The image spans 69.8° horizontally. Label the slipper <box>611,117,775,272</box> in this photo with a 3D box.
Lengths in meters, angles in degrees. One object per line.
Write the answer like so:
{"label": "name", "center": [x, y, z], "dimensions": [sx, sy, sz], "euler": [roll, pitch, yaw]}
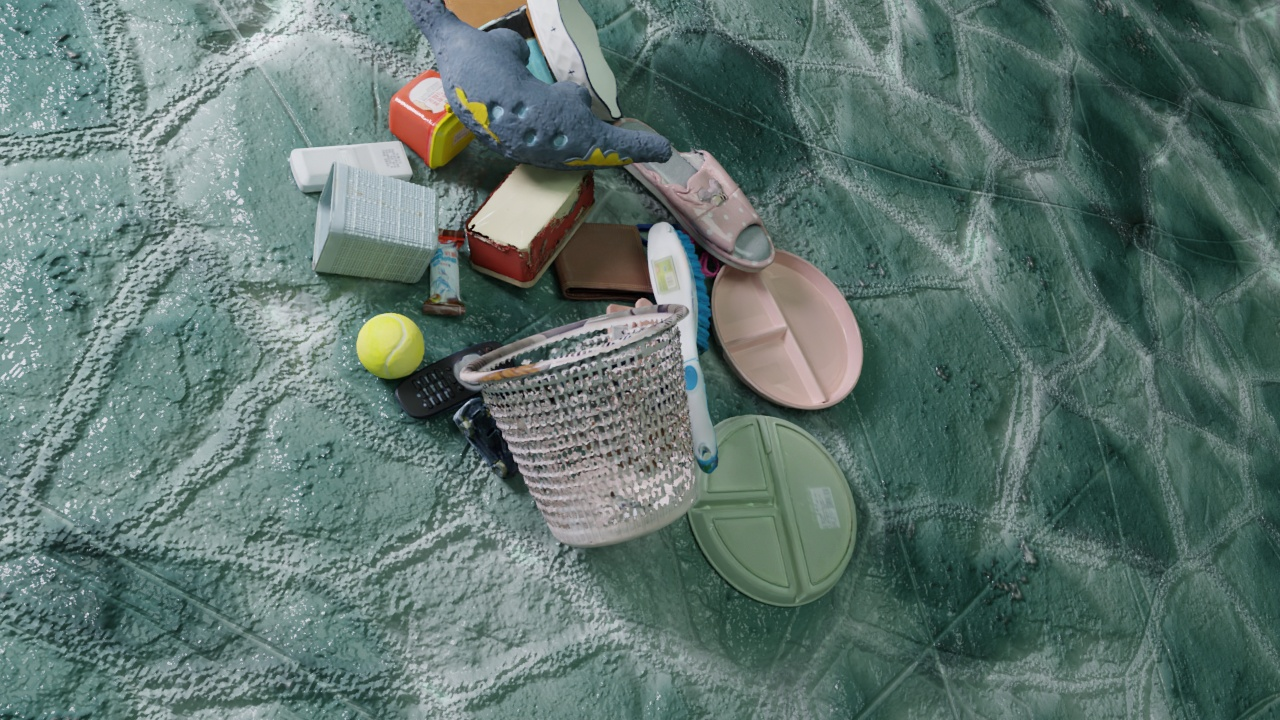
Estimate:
{"label": "slipper", "center": [0.070, -0.221, 1.171], "dimensions": [0.274, 0.055, 0.113], "euler": [44, 47, 7]}

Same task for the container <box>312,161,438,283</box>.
{"label": "container", "center": [-0.273, -0.137, 0.953], "dimensions": [0.111, 0.090, 0.089], "euler": [10, 62, -27]}

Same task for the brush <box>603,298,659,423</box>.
{"label": "brush", "center": [-0.006, 0.006, 1.027], "dimensions": [0.063, 0.073, 0.145], "euler": [10, 63, -24]}

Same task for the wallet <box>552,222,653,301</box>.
{"label": "wallet", "center": [-0.049, -0.120, 1.096], "dimensions": [0.124, 0.032, 0.101], "euler": [0, 62, -28]}

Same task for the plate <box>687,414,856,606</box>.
{"label": "plate", "center": [0.157, 0.166, 1.059], "dimensions": [0.230, 0.028, 0.229], "euler": [12, 61, -22]}

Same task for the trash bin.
{"label": "trash bin", "center": [-0.039, 0.066, 0.894], "dimensions": [0.226, 0.228, 0.192], "euler": [-23, 102, -34]}

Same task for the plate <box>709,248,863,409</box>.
{"label": "plate", "center": [0.186, -0.040, 1.178], "dimensions": [0.229, 0.028, 0.229], "euler": [12, 60, -22]}

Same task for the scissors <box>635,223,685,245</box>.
{"label": "scissors", "center": [0.055, -0.181, 1.193], "dimensions": [0.162, 0.012, 0.176], "euler": [-31, 83, -37]}

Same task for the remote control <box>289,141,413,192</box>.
{"label": "remote control", "center": [-0.317, -0.214, 1.007], "dimensions": [0.124, 0.024, 0.049], "euler": [-13, 73, -33]}

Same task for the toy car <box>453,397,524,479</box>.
{"label": "toy car", "center": [-0.153, 0.081, 0.935], "dimensions": [0.090, 0.034, 0.042], "euler": [52, 49, -13]}

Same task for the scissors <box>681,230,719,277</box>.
{"label": "scissors", "center": [0.093, -0.157, 1.188], "dimensions": [0.093, 0.017, 0.137], "euler": [49, 49, 1]}

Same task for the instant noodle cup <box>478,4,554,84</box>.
{"label": "instant noodle cup", "center": [-0.157, -0.343, 1.101], "dimensions": [0.111, 0.111, 0.120], "euler": [-44, 115, -36]}

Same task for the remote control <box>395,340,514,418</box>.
{"label": "remote control", "center": [-0.192, 0.021, 0.951], "dimensions": [0.136, 0.024, 0.053], "euler": [-28, 79, -36]}

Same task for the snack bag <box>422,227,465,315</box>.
{"label": "snack bag", "center": [-0.213, -0.097, 1.000], "dimensions": [0.048, 0.026, 0.104], "euler": [3, 63, -13]}

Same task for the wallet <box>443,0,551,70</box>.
{"label": "wallet", "center": [-0.180, -0.420, 1.179], "dimensions": [0.131, 0.031, 0.107], "euler": [-9, 71, -26]}

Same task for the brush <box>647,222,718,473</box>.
{"label": "brush", "center": [0.055, -0.019, 1.052], "dimensions": [0.061, 0.109, 0.314], "euler": [-16, 74, 13]}

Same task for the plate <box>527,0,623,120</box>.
{"label": "plate", "center": [-0.083, -0.391, 1.141], "dimensions": [0.046, 0.205, 0.204], "euler": [-19, 69, 12]}

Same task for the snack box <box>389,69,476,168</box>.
{"label": "snack box", "center": [-0.236, -0.281, 1.051], "dimensions": [0.080, 0.082, 0.091], "euler": [34, 55, 4]}

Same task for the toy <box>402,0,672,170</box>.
{"label": "toy", "center": [-0.133, -0.290, 0.998], "dimensions": [0.356, 0.092, 0.137], "euler": [35, 69, -11]}

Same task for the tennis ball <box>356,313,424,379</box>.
{"label": "tennis ball", "center": [-0.249, -0.014, 0.915], "dimensions": [0.065, 0.066, 0.065], "euler": [12, 60, -22]}

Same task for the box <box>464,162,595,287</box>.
{"label": "box", "center": [-0.120, -0.171, 1.038], "dimensions": [0.091, 0.077, 0.167], "euler": [21, 54, 14]}
